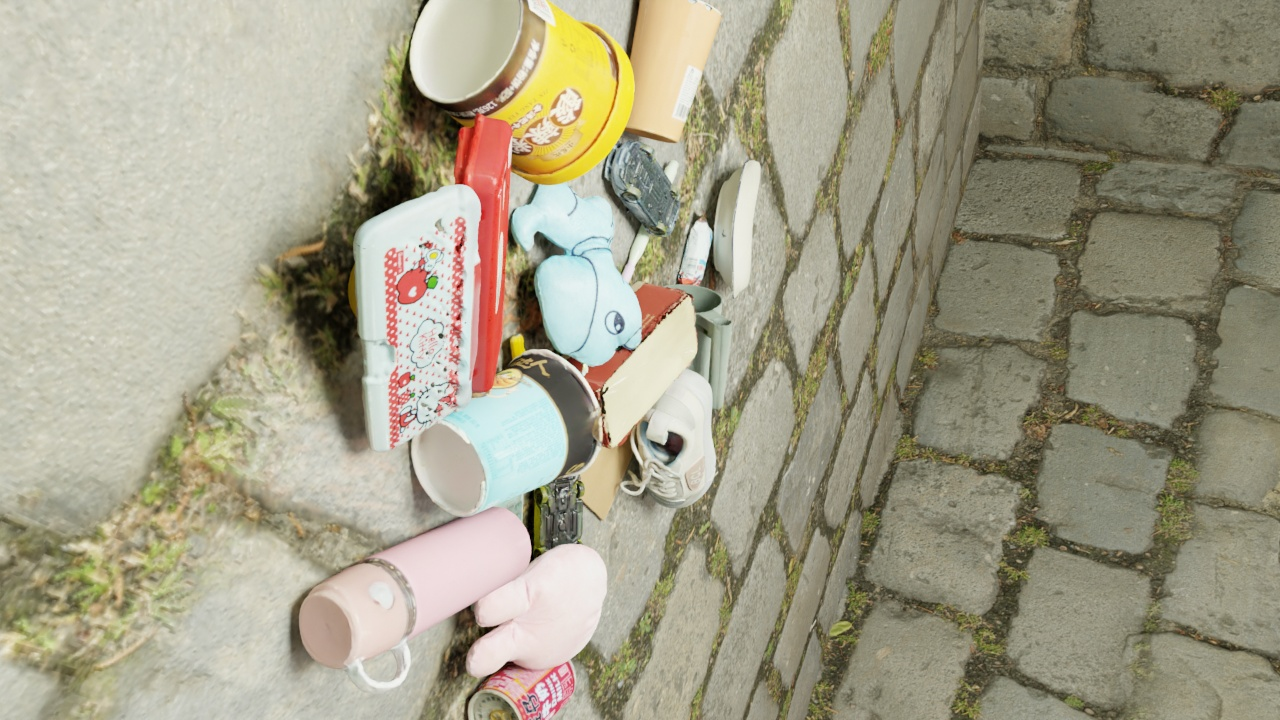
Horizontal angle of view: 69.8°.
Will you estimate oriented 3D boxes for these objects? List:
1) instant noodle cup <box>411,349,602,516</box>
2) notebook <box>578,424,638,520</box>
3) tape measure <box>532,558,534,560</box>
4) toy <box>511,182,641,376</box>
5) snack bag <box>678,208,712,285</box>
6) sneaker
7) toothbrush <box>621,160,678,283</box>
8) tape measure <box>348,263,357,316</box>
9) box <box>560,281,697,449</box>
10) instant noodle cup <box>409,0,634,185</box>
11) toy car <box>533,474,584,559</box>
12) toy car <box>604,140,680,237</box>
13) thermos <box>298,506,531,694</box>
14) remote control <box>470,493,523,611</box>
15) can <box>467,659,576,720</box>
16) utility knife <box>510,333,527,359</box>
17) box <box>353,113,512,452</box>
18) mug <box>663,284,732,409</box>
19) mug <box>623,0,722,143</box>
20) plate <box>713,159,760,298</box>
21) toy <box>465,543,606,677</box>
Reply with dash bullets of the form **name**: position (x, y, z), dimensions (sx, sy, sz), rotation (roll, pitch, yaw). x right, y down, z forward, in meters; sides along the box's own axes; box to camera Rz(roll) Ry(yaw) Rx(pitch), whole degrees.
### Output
- **instant noodle cup**: position (-0.107, 0.061, 0.708), dimensions (0.120, 0.111, 0.111), rotation (-27, 126, -51)
- **notebook**: position (-0.044, 0.066, 0.951), dimensions (0.149, 0.012, 0.211), rotation (-66, 154, -20)
- **tape measure**: position (-0.088, 0.206, 0.909), dimensions (0.054, 0.025, 0.058), rotation (-68, 155, -17)
- **toy**: position (-0.051, -0.067, 0.783), dimensions (0.161, 0.050, 0.156), rotation (22, 76, -40)
- **snack bag**: position (0.066, -0.124, 1.076), dimensions (0.048, 0.026, 0.104), rotation (28, 76, -76)
- **sneaker**: position (0.030, 0.114, 1.008), dimensions (0.243, 0.089, 0.090), rotation (91, 25, -52)
- **toothbrush**: position (0.005, -0.126, 0.950), dimensions (0.029, 0.020, 0.189), rotation (123, -12, -74)
- **tape measure**: position (-0.165, -0.048, 0.609), dimensions (0.057, 0.029, 0.060), rotation (-69, 154, -17)
- **box**: position (-0.005, 0.005, 0.883), dimensions (0.167, 0.078, 0.091), rotation (-47, 142, -39)
- **instant noodle cup**: position (-0.082, -0.194, 0.619), dimensions (0.114, 0.119, 0.118), rotation (21, 82, -58)
- **toy car**: position (-0.081, 0.152, 0.874), dimensions (0.048, 0.032, 0.105), rotation (-5, 100, -37)
- **toy car**: position (0.004, -0.167, 0.902), dimensions (0.120, 0.037, 0.054), rotation (41, 63, -56)
- **thermos**: position (-0.155, 0.172, 0.677), dimensions (0.067, 0.087, 0.198), rotation (-37, 171, 24)
- **remote control**: position (-0.125, 0.153, 0.808), dimensions (0.056, 0.019, 0.135), rotation (-26, 125, -60)
- **can**: position (-0.111, 0.315, 0.862), dimensions (0.093, 0.067, 0.066), rotation (-21, 121, -62)
- **utility knife**: position (-0.097, 0.044, 0.799), dimensions (0.033, 0.015, 0.154), rotation (-108, -167, -61)
- **box**: position (-0.123, -0.041, 0.593), dimensions (0.202, 0.065, 0.159), rotation (103, 12, -46)
- **mug**: position (0.055, -0.014, 1.000), dimensions (0.083, 0.124, 0.103), rotation (-13, 120, -27)
- **mug**: position (0.023, -0.270, 0.857), dimensions (0.078, 0.078, 0.123), rotation (-3, 109, -65)
- **plate**: position (0.116, -0.164, 1.129), dimensions (0.163, 0.034, 0.164), rotation (-41, 135, -71)
- **toy**: position (-0.092, 0.226, 0.825), dimensions (0.159, 0.054, 0.121), rotation (2, 102, -51)
